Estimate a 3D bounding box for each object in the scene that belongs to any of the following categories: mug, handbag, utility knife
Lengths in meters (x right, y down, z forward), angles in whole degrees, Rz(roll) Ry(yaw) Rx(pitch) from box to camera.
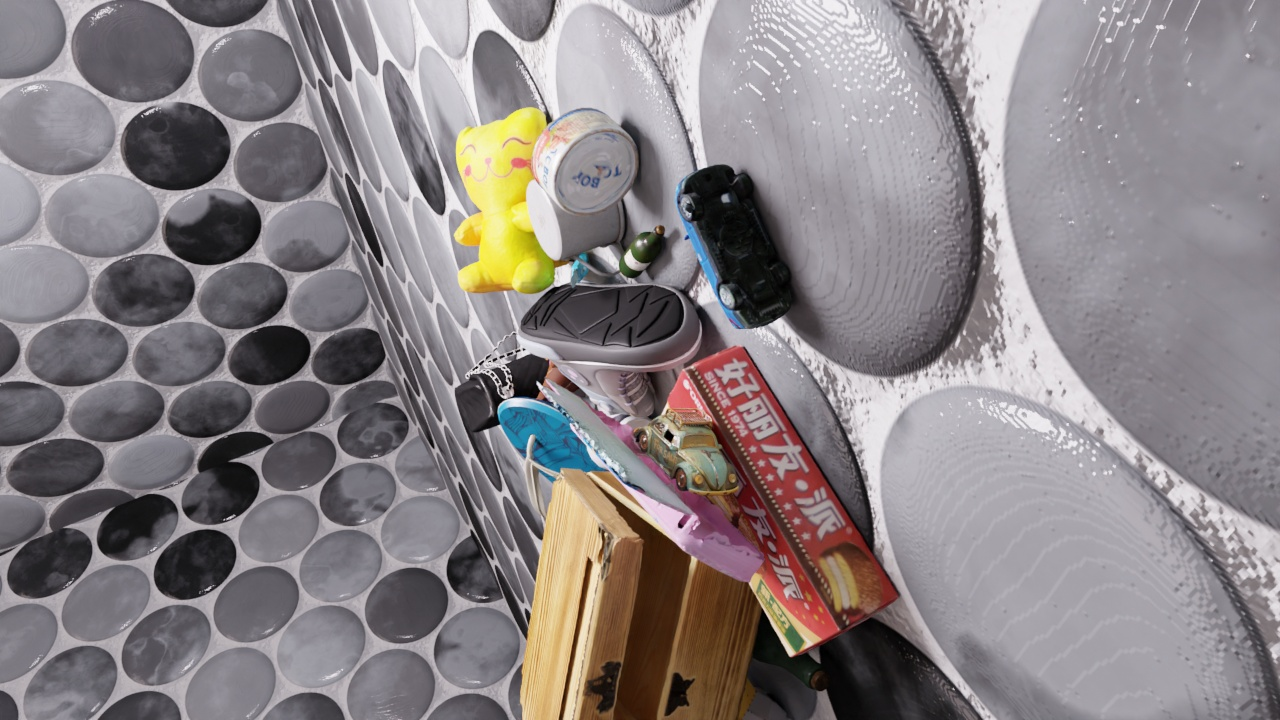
[{"bbox_3d":[-0.059,-0.131,0.889,0.084,0.070,0.113,1,111,69],"label":"mug"},{"bbox_3d":[-0.161,0.016,1.204,0.125,0.153,0.114,-20,89,66],"label":"handbag"},{"bbox_3d":[-0.063,-0.087,0.929,0.168,0.015,0.022,-87,-16,-75],"label":"utility knife"}]

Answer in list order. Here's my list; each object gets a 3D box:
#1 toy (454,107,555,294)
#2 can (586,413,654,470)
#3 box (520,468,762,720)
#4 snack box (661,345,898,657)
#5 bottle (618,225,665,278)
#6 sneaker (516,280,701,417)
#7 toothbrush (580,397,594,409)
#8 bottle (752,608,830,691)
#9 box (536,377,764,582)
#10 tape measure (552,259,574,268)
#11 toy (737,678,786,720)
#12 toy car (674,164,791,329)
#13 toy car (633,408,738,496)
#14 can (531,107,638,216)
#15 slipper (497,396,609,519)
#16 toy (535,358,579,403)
[{"bbox_3d":[-0.133,-0.164,0.984,0.135,0.087,0.194,-5,89,37],"label":"toy"},{"bbox_3d":[-0.021,0.093,1.046,0.064,0.064,0.127,67,161,-1],"label":"can"},{"bbox_3d":[-0.025,0.269,0.918,0.247,0.175,0.279,24,106,61],"label":"box"},{"bbox_3d":[0.104,0.116,0.754,0.236,0.060,0.113,60,158,19],"label":"snack box"},{"bbox_3d":[0.004,-0.100,0.826,0.025,0.025,0.106,65,161,5],"label":"bottle"},{"bbox_3d":[-0.006,0.004,0.905,0.257,0.092,0.160,11,146,52],"label":"sneaker"},{"bbox_3d":[-0.086,0.112,1.294,0.223,0.027,0.026,105,180,-60],"label":"toothbrush"},{"bbox_3d":[0.122,0.266,0.884,0.174,0.055,0.055,26,135,60],"label":"bottle"},{"bbox_3d":[-0.011,0.085,0.747,0.159,0.035,0.230,35,-178,-34],"label":"box"},{"bbox_3d":[-0.100,-0.135,1.050,0.068,0.030,0.059,66,161,11],"label":"tape measure"},{"bbox_3d":[0.062,0.401,1.086,0.268,0.140,0.247,15,148,36],"label":"toy"},{"bbox_3d":[0.063,-0.079,0.654,0.120,0.056,0.044,66,162,-3],"label":"toy car"},{"bbox_3d":[0.036,0.064,0.716,0.112,0.047,0.047,41,126,54],"label":"toy car"},{"bbox_3d":[-0.047,-0.170,0.791,0.043,0.086,0.086,51,155,38],"label":"can"},{"bbox_3d":[-0.077,0.164,1.144,0.118,0.060,0.295,-17,120,31],"label":"slipper"},{"bbox_3d":[-0.105,0.010,1.128,0.070,0.103,0.090,35,-160,-38],"label":"toy"}]
